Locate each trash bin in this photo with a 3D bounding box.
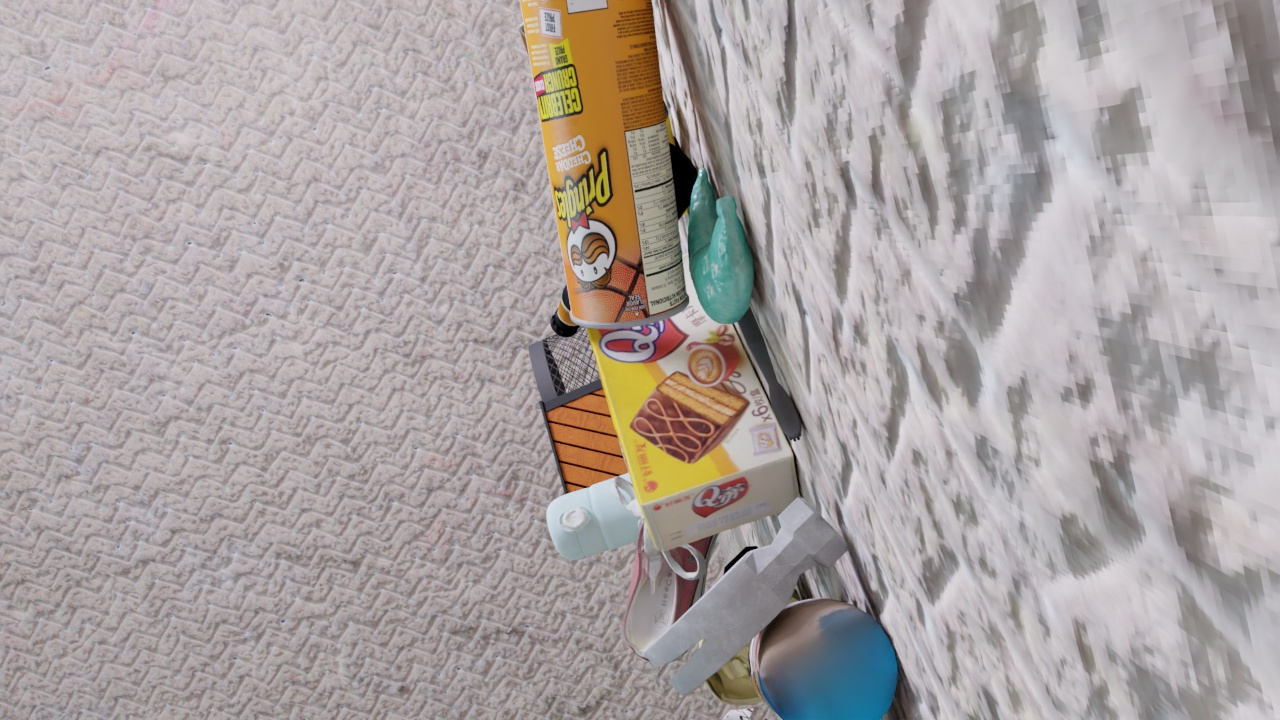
[{"bbox_3d":[-0.040,0.028,1.468,0.218,0.227,0.217,146,106,-90],"label":"trash bin"},{"bbox_3d":[0.005,0.096,1.049,0.140,0.172,0.139,49,-160,-62],"label":"trash bin"}]

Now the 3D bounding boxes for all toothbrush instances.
[{"bbox_3d":[0.067,-0.023,0.570,0.013,0.013,0.167,56,-167,-59],"label":"toothbrush"}]

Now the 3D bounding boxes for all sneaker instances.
[{"bbox_3d":[0.027,0.137,0.788,0.087,0.118,0.240,30,-109,-53],"label":"sneaker"}]

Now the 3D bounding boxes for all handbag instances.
[{"bbox_3d":[0.103,0.250,0.830,0.081,0.111,0.119,55,-179,0],"label":"handbag"}]

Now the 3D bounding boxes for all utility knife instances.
[{"bbox_3d":[0.023,-0.143,0.679,0.179,0.017,0.030,73,-177,-69],"label":"utility knife"}]

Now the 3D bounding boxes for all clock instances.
[{"bbox_3d":[0.090,0.255,0.533,0.155,0.065,0.114,17,160,37],"label":"clock"}]

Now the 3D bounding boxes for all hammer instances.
[{"bbox_3d":[0.074,0.158,0.650,0.039,0.131,0.328,46,179,12],"label":"hammer"}]

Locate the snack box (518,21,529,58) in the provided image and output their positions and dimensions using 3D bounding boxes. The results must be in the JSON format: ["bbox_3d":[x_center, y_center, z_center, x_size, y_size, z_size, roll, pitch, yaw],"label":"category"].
[{"bbox_3d":[-0.035,-0.209,0.759,0.147,0.041,0.143,53,-179,-3],"label":"snack box"}]

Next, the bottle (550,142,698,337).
[{"bbox_3d":[-0.024,-0.077,0.664,0.182,0.059,0.059,-53,46,46],"label":"bottle"}]

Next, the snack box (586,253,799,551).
[{"bbox_3d":[0.029,0.022,0.698,0.062,0.110,0.230,72,179,-46],"label":"snack box"}]

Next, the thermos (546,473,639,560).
[{"bbox_3d":[0.013,0.135,0.888,0.078,0.207,0.065,73,179,-73],"label":"thermos"}]

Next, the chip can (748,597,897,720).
[{"bbox_3d":[0.107,0.194,0.583,0.230,0.080,0.079,75,177,-70],"label":"chip can"}]

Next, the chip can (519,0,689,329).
[{"bbox_3d":[-0.021,-0.132,0.534,0.075,0.075,0.215,-109,11,-69],"label":"chip can"}]

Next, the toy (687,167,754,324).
[{"bbox_3d":[0.045,-0.064,0.542,0.105,0.033,0.085,-107,9,-66],"label":"toy"}]
